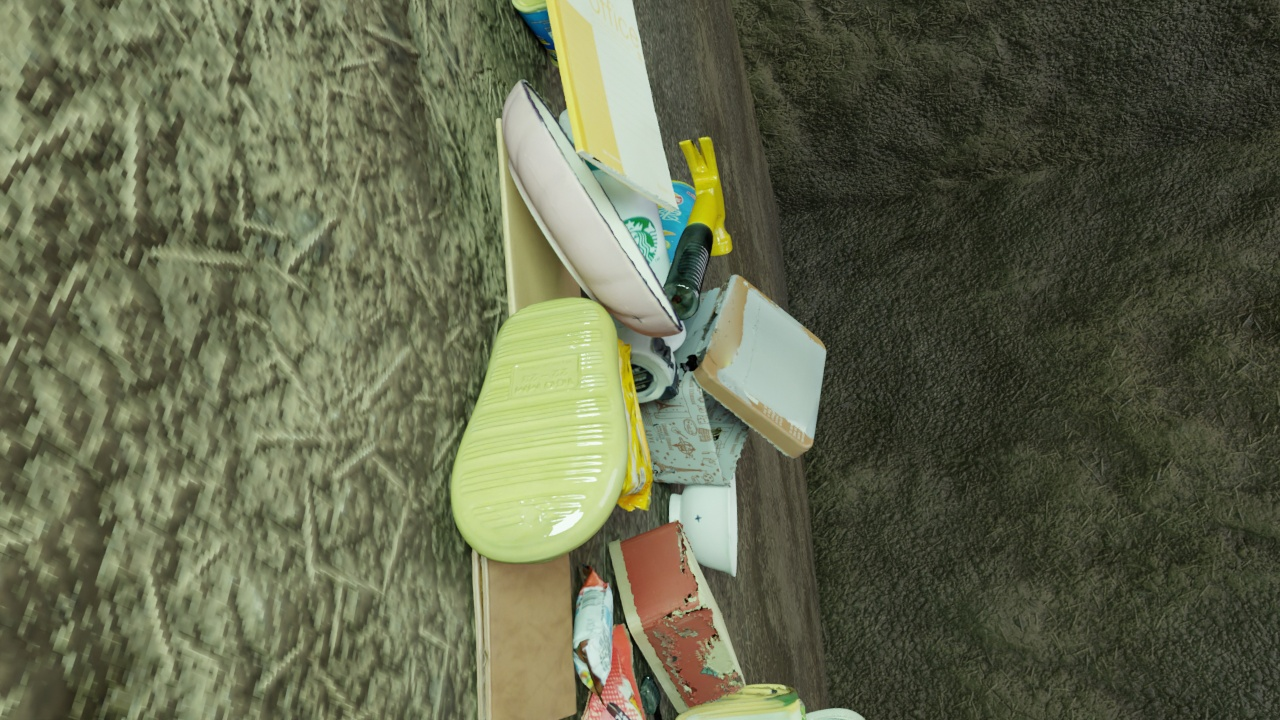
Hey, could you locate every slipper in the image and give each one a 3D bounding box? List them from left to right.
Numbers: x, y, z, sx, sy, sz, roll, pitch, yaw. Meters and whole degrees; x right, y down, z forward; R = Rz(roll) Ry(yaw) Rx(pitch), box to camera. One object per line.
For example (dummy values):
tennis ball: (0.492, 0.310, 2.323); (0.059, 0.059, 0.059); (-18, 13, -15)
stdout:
slipper: (-0.045, 0.043, 0.520); (0.190, 0.092, 0.082); (-89, 166, -47)

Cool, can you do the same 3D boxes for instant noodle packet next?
instant noodle packet: (-0.028, 0.042, 0.642); (0.110, 0.044, 0.128); (24, 54, -66)

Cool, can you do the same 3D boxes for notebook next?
notebook: (-0.066, -0.048, 0.657); (0.147, 0.008, 0.207); (34, 49, -72)
notebook: (-0.026, -0.220, 0.657); (0.145, 0.010, 0.206); (15, 62, -62)

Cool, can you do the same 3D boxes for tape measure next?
tape measure: (-0.004, 0.004, 0.756); (0.033, 0.066, 0.066); (-84, 162, -44)

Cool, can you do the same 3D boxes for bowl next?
bowl: (0.064, 0.160, 0.937); (0.118, 0.065, 0.118); (0, 89, -81)

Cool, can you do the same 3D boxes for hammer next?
hammer: (0.050, -0.110, 0.815); (0.300, 0.033, 0.129); (-72, 152, -62)

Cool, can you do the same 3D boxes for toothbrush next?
toothbrush: (0.023, 0.346, 0.777); (0.016, 0.014, 0.190); (-64, 145, -65)

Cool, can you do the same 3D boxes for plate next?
plate: (-0.038, -0.091, 0.606); (0.192, 0.039, 0.192); (57, 6, -11)

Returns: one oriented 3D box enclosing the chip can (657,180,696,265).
chip can: (0.024, -0.112, 0.941); (0.209, 0.071, 0.071); (-77, 155, -56)

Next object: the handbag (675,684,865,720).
handbag: (0.127, 0.378, 0.834); (0.063, 0.179, 0.163); (-5, 85, -82)

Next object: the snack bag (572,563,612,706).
snack bag: (-0.031, 0.179, 0.607); (0.104, 0.026, 0.048); (-89, 165, -69)

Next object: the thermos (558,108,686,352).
thermos: (-0.013, -0.105, 0.755); (0.073, 0.073, 0.224); (-81, 161, -52)

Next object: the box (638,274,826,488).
box: (0.100, 0.014, 0.901); (0.181, 0.166, 0.150); (-62, 145, -48)

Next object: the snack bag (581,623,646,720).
snack bag: (-0.011, 0.267, 0.585); (0.207, 0.073, 0.128); (-46, 114, -80)

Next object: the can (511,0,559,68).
can: (-0.063, -0.297, 0.722); (0.083, 0.057, 0.102); (35, 48, -68)

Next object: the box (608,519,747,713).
box: (0.040, 0.210, 0.748); (0.091, 0.078, 0.168); (-108, 177, -45)

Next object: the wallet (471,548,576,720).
wallet: (-0.064, 0.154, 0.518); (0.115, 0.020, 0.101); (37, 47, -68)
